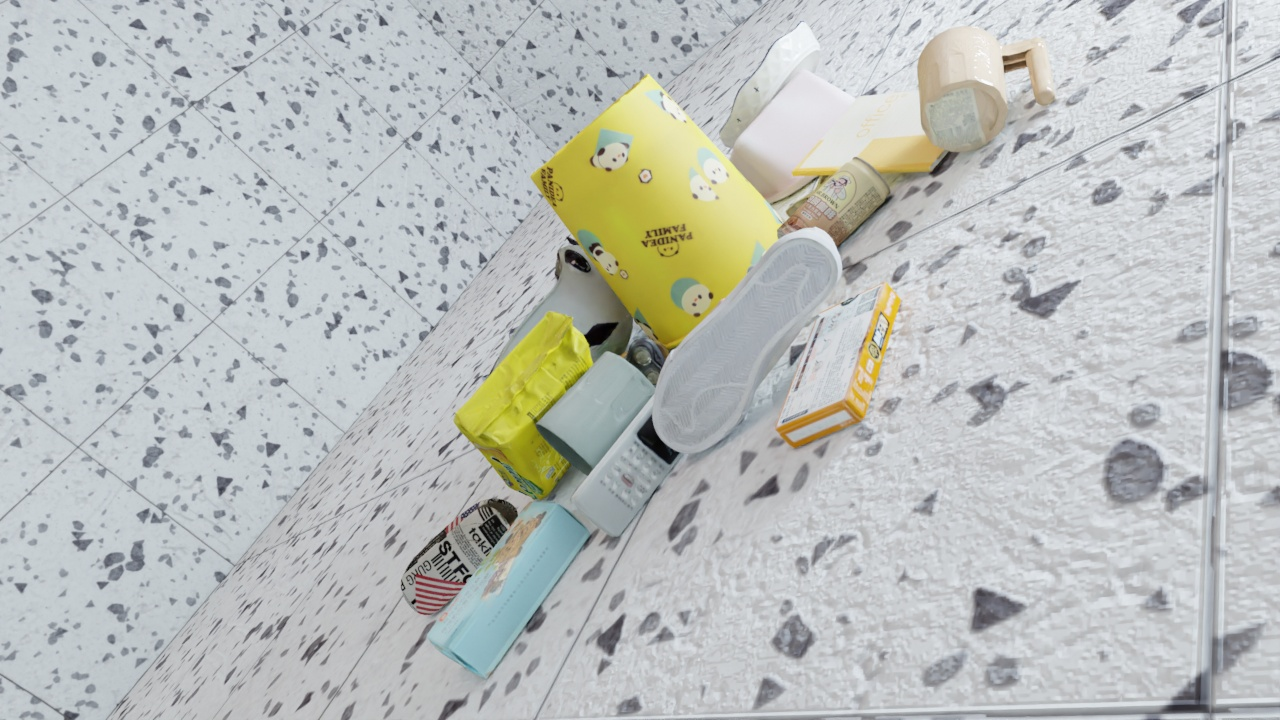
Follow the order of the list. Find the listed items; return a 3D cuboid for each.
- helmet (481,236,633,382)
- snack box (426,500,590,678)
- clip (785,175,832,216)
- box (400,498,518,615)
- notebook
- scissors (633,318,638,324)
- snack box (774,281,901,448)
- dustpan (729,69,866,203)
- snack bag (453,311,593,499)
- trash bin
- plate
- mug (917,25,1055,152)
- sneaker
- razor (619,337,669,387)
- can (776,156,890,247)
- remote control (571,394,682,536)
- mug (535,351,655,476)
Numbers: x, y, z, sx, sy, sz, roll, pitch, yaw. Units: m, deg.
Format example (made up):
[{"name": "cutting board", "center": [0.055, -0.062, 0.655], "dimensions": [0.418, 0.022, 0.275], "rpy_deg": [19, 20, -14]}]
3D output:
[{"name": "helmet", "center": [-0.095, -0.027, 1.212], "dimensions": [0.229, 0.146, 0.258], "rpy_deg": [-56, 8, 21]}, {"name": "snack box", "center": [-0.128, 0.218, 0.895], "dimensions": [0.174, 0.051, 0.074], "rpy_deg": [-52, 19, -23]}, {"name": "clip", "center": [0.217, -0.199, 1.088], "dimensions": [0.099, 0.034, 0.066], "rpy_deg": [-43, 18, 16]}, {"name": "box", "center": [-0.210, 0.223, 1.080], "dimensions": [0.163, 0.076, 0.087], "rpy_deg": [-43, -4, 16]}, {"name": "notebook", "center": [0.282, -0.258, 1.031], "dimensions": [0.145, 0.010, 0.206], "rpy_deg": [-48, 30, -17]}, {"name": "scissors", "center": [0.001, -0.129, 1.277], "dimensions": [0.170, 0.019, 0.181], "rpy_deg": [-95, 9, -84]}, {"name": "snack box", "center": [0.164, 0.001, 0.757], "dimensions": [0.075, 0.026, 0.153], "rpy_deg": [-29, 23, 44]}, {"name": "dustpan", "center": [0.224, -0.288, 1.326], "dimensions": [0.222, 0.139, 0.274], "rpy_deg": [-50, -11, -13]}, {"name": "snack bag", "center": [-0.103, 0.063, 1.008], "dimensions": [0.157, 0.068, 0.247], "rpy_deg": [-49, -21, -14]}, {"name": "trash bin", "center": [0.021, -0.180, 1.095], "dimensions": [0.230, 0.255, 0.229], "rpy_deg": [-38, 14, 11]}, {"name": "plate", "center": [0.197, -0.396, 1.357], "dimensions": [0.204, 0.045, 0.205], "rpy_deg": [-49, -9, -11]}, {"name": "mug", "center": [0.336, -0.269, 0.899], "dimensions": [0.125, 0.084, 0.103], "rpy_deg": [-6, 43, 22]}, {"name": "sneaker", "center": [0.092, -0.023, 0.832], "dimensions": [0.243, 0.089, 0.090], "rpy_deg": [-54, 2, 24]}, {"name": "razor", "center": [-0.006, 0.006, 1.090], "dimensions": [0.067, 0.062, 0.167], "rpy_deg": [-30, 5, -10]}, {"name": "can", "center": [0.204, -0.156, 0.974], "dimensions": [0.116, 0.058, 0.058], "rpy_deg": [-44, 17, 4]}, {"name": "remote control", "center": [0.001, 0.094, 0.871], "dimensions": [0.149, 0.058, 0.021], "rpy_deg": [-51, 15, -16]}, {"name": "mug", "center": [-0.025, 0.066, 0.913], "dimensions": [0.103, 0.124, 0.084], "rpy_deg": [-49, -14, -16]}]
